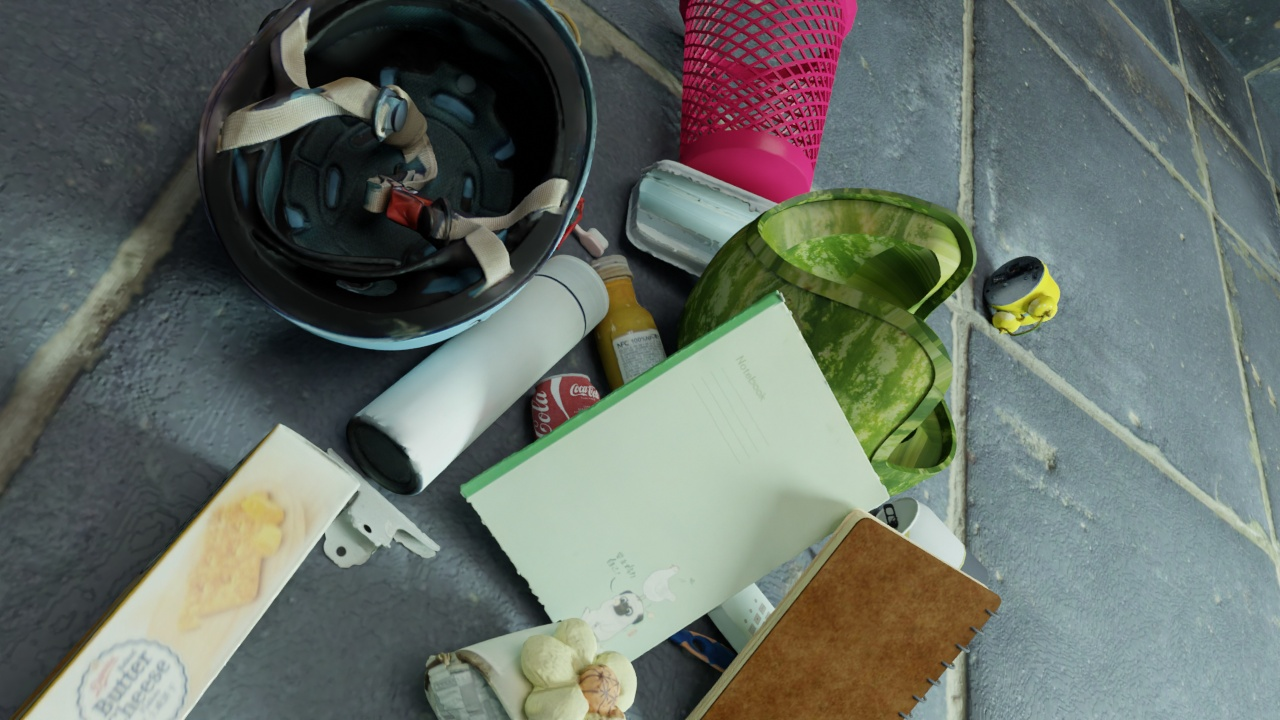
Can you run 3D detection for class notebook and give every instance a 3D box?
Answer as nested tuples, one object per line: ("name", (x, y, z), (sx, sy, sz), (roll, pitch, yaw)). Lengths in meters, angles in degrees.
("notebook", (0.030, 0.092, 0.640), (0.252, 0.010, 0.182), (-32, 106, -1))
("notebook", (0.153, 0.234, 0.696), (0.167, 0.226, 0.024), (31, 10, -23))

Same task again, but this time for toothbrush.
("toothbrush", (-0.093, -0.160, 0.795), (0.181, 0.016, 0.018), (46, 41, -12))
("toothbrush", (0.038, 0.220, 0.716), (0.135, 0.017, 0.021), (33, 46, -22))

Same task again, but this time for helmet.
("helmet", (-0.156, -0.132, 0.609), (0.225, 0.167, 0.265), (34, 77, -11))
("helmet", (0.149, -0.002, 0.760), (0.243, 0.248, 0.212), (12, 41, 16))

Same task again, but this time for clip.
("clip", (-0.175, 0.104, 0.592), (0.101, 0.038, 0.054), (45, 36, -12))

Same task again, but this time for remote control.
("remote control", (0.107, 0.239, 0.755), (0.143, 0.024, 0.049), (52, 37, -6))

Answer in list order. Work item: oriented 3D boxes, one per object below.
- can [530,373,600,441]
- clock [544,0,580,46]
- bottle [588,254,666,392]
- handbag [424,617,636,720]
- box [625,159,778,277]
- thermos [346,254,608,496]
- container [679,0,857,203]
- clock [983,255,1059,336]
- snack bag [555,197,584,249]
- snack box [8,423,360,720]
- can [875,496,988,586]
("can", (-0.052, 0.062, 0.694), (0.054, 0.054, 0.096), (4, 67, -38))
("clock", (-0.127, -0.288, 0.780), (0.158, 0.081, 0.117), (-2, 54, -30))
("bottle", (-0.005, 0.004, 0.760), (0.053, 0.053, 0.186), (-7, 74, -41))
("handbag", (-0.050, 0.250, 0.558), (0.112, 0.124, 0.171), (4, 67, -54))
("box", (0.099, -0.136, 0.852), (0.216, 0.110, 0.107), (21, 42, -20))
("thermos", (-0.109, 0.002, 0.668), (0.068, 0.068, 0.229), (50, 48, -8))
("container", (0.114, -0.267, 0.919), (0.183, 0.184, 0.225), (23, 64, -29))
("clock", (0.494, -0.080, 1.187), (0.057, 0.084, 0.118), (41, 47, -25))
("snack bag", (-0.118, -0.160, 0.728), (0.176, 0.083, 0.082), (51, 47, -6))
("snack box", (-0.241, 0.135, 0.470), (0.057, 0.104, 0.207), (42, 49, -16))
("can", (0.277, 0.187, 0.893), (0.127, 0.064, 0.064), (45, 48, -13))
